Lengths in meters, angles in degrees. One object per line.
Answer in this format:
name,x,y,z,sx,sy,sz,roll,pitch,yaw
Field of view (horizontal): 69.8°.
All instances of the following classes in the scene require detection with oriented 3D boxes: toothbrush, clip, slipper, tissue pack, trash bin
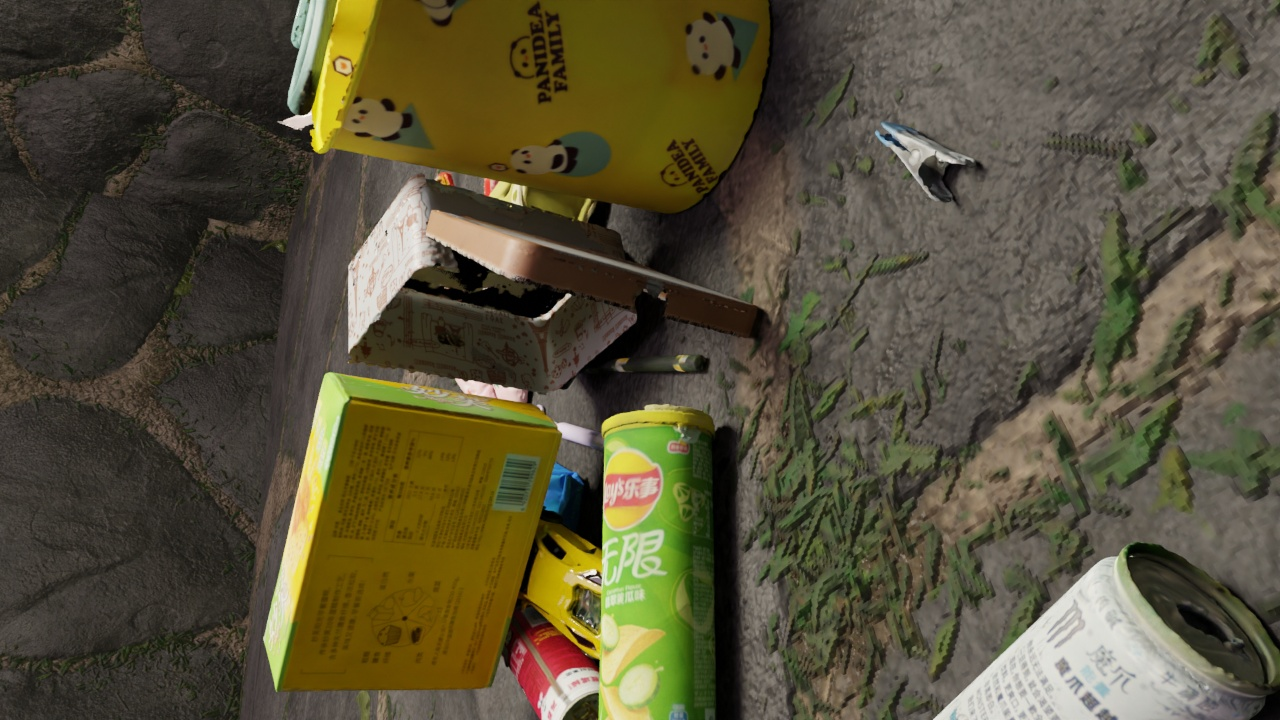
toothbrush,-0.004,0.004,0.684,0.186,0.017,0.012,-3,75,60
clip,0.137,-0.100,0.443,0.030,0.024,0.057,-65,35,33
toothbrush,-0.059,0.057,0.764,0.189,0.029,0.021,9,128,61
slipper,-0.086,-0.129,0.793,0.191,0.091,0.081,-54,14,31
tissue pack,-0.099,0.125,0.777,0.157,0.052,0.095,15,94,63
trash bin,-0.067,-0.218,0.622,0.230,0.255,0.229,-33,51,54

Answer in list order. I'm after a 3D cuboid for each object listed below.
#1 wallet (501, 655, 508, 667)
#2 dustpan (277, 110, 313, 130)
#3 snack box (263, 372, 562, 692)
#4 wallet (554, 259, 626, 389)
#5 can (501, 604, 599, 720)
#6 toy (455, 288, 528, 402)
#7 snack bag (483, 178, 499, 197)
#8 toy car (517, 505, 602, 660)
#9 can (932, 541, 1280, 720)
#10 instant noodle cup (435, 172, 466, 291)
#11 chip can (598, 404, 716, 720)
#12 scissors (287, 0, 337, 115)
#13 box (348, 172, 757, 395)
wallet,-0.132,0.192,0.786,0.122,0.020,0.097,60,156,26
dustpan,-0.156,-0.284,0.842,0.222,0.273,0.139,-68,-9,-57
snack box,-0.162,0.124,0.648,0.070,0.157,0.210,32,108,58
wallet,-0.050,-0.045,0.766,0.121,0.019,0.097,-61,26,16
can,-0.059,0.227,0.661,0.133,0.053,0.053,26,103,62
toy,-0.151,-0.003,0.928,0.122,0.054,0.159,-52,45,37
snack bag,-0.132,-0.175,0.946,0.129,0.073,0.207,-48,35,37
toy car,-0.055,0.159,0.662,0.156,0.041,0.071,25,102,43
can,0.139,0.130,0.314,0.147,0.058,0.058,-61,32,31
instant noodle cup,-0.217,-0.109,1.059,0.165,0.079,0.188,-62,33,28
chip can,0.010,0.141,0.542,0.073,0.072,0.221,-31,54,55
scissors,-0.210,-0.236,0.602,0.173,0.019,0.179,-35,49,51
box,-0.070,-0.052,0.614,0.275,0.178,0.124,-9,73,52
